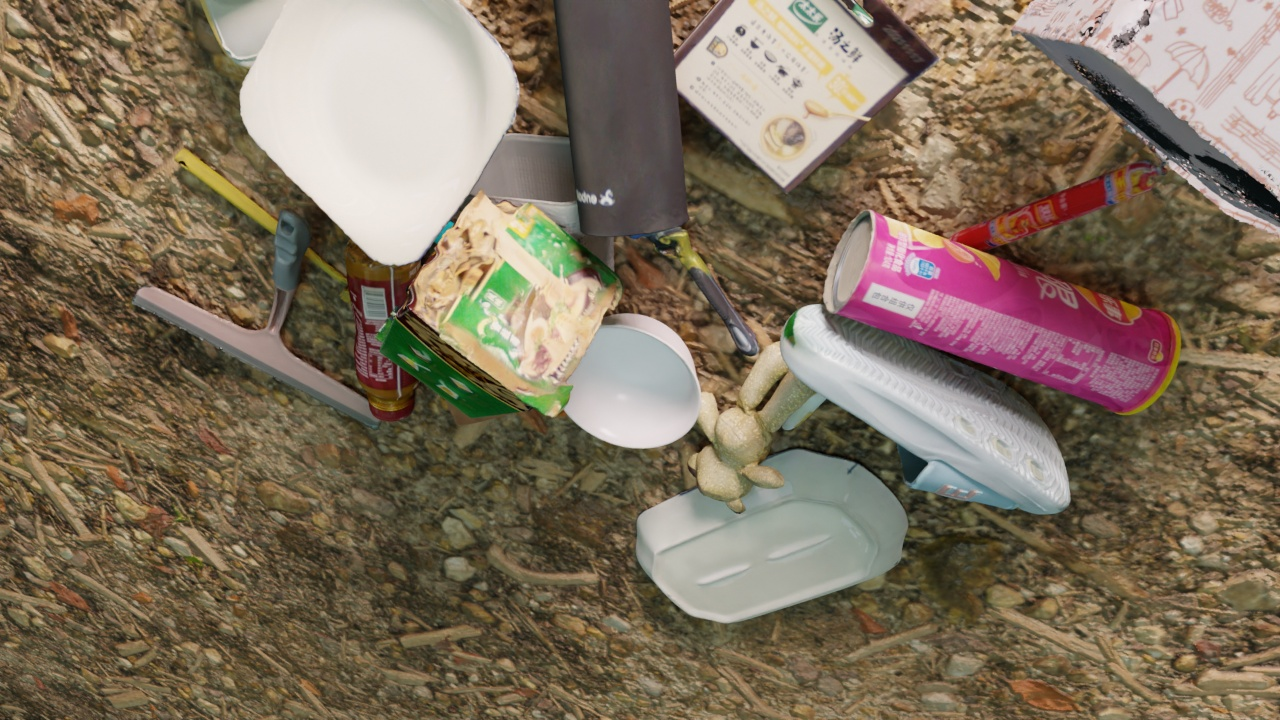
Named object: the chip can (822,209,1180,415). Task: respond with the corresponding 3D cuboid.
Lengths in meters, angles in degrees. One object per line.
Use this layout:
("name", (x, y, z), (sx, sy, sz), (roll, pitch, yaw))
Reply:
("chip can", (0.228, -0.031, 0.588), (0.210, 0.071, 0.072), (18, 130, -6))

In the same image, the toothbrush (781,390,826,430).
("toothbrush", (0.160, -0.005, 0.683), (0.018, 0.016, 0.192), (21, 132, -21))

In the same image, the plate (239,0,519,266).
("plate", (-0.156, -0.160, 0.563), (0.163, 0.034, 0.165), (45, 117, 4))

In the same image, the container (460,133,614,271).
("container", (-0.067, -0.087, 0.652), (0.090, 0.090, 0.114), (8, 131, 13))

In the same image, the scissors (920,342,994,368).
("scissors", (0.204, -0.015, 0.651), (0.176, 0.014, 0.159), (-29, 123, 27))

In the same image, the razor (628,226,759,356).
("razor", (0.046, -0.059, 0.677), (0.043, 0.022, 0.143), (-25, 114, 38))

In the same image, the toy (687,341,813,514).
("toy", (0.089, 0.053, 0.731), (0.105, 0.066, 0.158), (46, 130, 24))

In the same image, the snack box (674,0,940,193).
("snack box", (0.093, -0.181, 0.547), (0.113, 0.053, 0.126), (40, 128, -12))

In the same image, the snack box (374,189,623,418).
("snack box", (-0.098, -0.025, 0.593), (0.117, 0.118, 0.106), (39, 145, -17))

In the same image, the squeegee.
("squeegee", (-0.301, -0.060, 0.769), (0.247, 0.040, 0.250), (31, 144, -10))

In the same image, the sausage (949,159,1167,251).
("sausage", (0.242, -0.088, 0.554), (0.020, 0.020, 0.156), (41, 154, -14))

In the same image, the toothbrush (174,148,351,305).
("toothbrush", (-0.303, -0.106, 0.762), (0.190, 0.016, 0.016), (40, 129, -13))

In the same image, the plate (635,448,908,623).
("plate", (0.109, 0.172, 0.827), (0.266, 0.034, 0.162), (-28, 114, 33))

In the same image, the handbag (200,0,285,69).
("handbag", (-0.227, -0.287, 0.573), (0.164, 0.063, 0.179), (-8, 120, 22))

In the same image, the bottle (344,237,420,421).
("bottle", (-0.212, -0.024, 0.768), (0.057, 0.057, 0.175), (16, 130, 7))

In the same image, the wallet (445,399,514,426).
("wallet", (-0.123, -0.001, 0.761), (0.101, 0.020, 0.115), (-13, 127, 0))

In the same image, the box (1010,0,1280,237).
("box", (0.318, -0.179, 0.427), (0.183, 0.156, 0.193), (34, 113, -12))

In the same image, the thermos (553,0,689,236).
("thermos", (-0.021, -0.199, 0.536), (0.090, 0.068, 0.243), (21, 122, 55))

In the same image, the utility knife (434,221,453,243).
("utility knife", (-0.187, -0.118, 0.717), (0.157, 0.013, 0.029), (29, 133, -8))

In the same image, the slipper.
("slipper", (0.194, 0.044, 0.630), (0.245, 0.103, 0.074), (27, 125, -14))

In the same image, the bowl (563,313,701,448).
("bowl", (-0.004, 0.004, 0.715), (0.118, 0.064, 0.118), (9, 128, 12))
